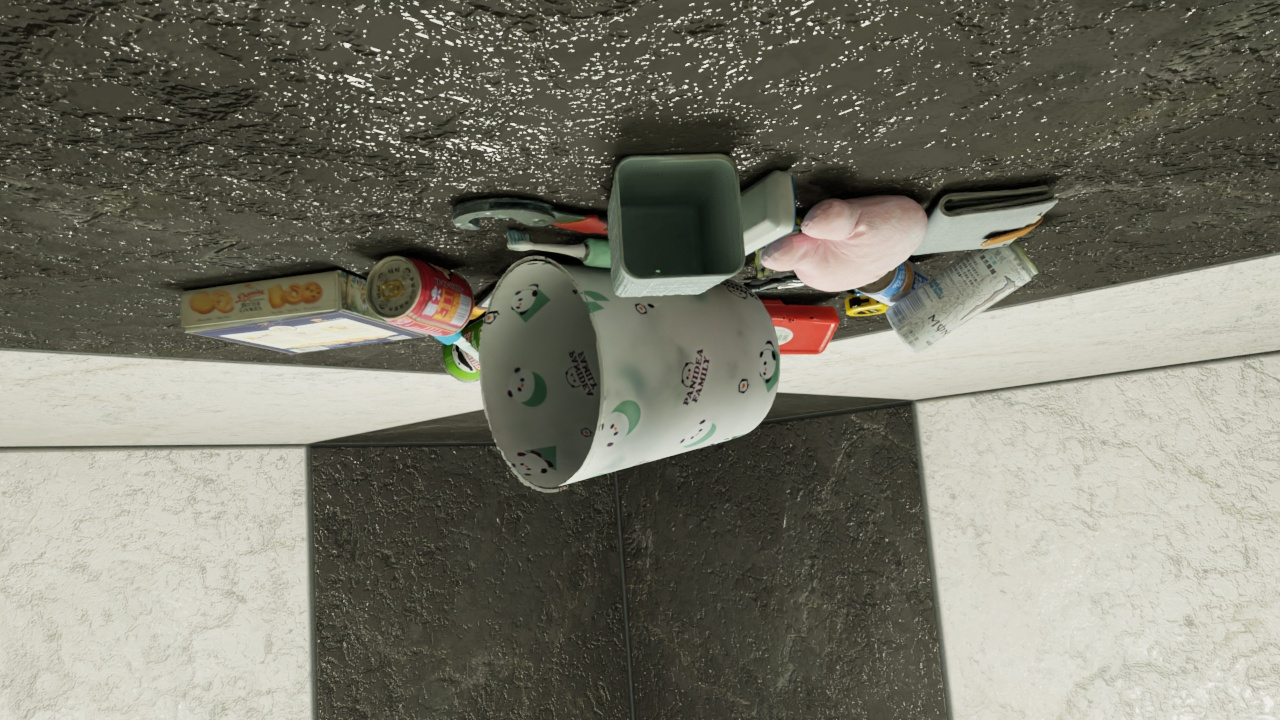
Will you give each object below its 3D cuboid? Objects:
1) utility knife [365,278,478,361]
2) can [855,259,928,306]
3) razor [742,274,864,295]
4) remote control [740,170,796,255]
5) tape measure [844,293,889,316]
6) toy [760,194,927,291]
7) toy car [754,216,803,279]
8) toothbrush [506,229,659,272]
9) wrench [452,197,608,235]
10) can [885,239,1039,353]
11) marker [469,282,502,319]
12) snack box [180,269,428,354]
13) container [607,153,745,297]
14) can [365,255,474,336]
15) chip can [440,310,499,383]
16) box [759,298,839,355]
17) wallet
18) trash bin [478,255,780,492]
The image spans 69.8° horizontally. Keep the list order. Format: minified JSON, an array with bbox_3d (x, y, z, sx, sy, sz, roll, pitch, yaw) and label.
[{"bbox_3d":[-0.218,-0.035,1.007,0.034,0.018,0.234,-11,153,17],"label":"utility knife"},{"bbox_3d":[0.270,-0.088,0.989,0.053,0.053,0.134,-9,170,31],"label":"can"},{"bbox_3d":[0.187,-0.090,1.046,0.143,0.022,0.042,-2,-144,10],"label":"razor"},{"bbox_3d":[0.085,-0.113,0.747,0.024,0.049,0.125,2,169,-22],"label":"remote control"},{"bbox_3d":[0.289,-0.075,1.165,0.057,0.029,0.060,-10,170,29],"label":"tape measure"},{"bbox_3d":[0.177,-0.103,0.795,0.159,0.054,0.122,3,147,-46],"label":"toy"},{"bbox_3d":[0.130,-0.109,0.856,0.048,0.032,0.105,-10,159,4],"label":"toy car"},{"bbox_3d":[-0.024,-0.099,0.858,0.224,0.027,0.027,1,157,-35],"label":"toothbrush"},{"bbox_3d":[-0.031,-0.114,0.791,0.272,0.016,0.056,2,169,-35],"label":"wrench"},{"bbox_3d":[0.328,-0.069,0.943,0.147,0.058,0.058,-37,159,21],"label":"can"},{"bbox_3d":[-0.174,-0.068,1.034,0.018,0.015,0.124,-2,169,-28],"label":"marker"},{"bbox_3d":[-0.349,-0.047,0.977,0.178,0.045,0.182,-6,171,13],"label":"snack box"},{"bbox_3d":[0.020,-0.097,0.701,0.090,0.090,0.111,-3,175,-8],"label":"container"},{"bbox_3d":[-0.211,-0.061,0.878,0.067,0.066,0.093,-7,171,20],"label":"can"},{"bbox_3d":[-0.173,-0.026,1.124,0.072,0.072,0.237,1,169,-31],"label":"chip can"},{"bbox_3d":[0.146,-0.053,1.214,0.201,0.100,0.110,0,136,-18],"label":"box"},{"bbox_3d":[0.308,-0.122,0.837,0.106,0.037,0.130,-4,172,2],"label":"wallet"},{"bbox_3d":[-0.006,0.006,0.965,0.251,0.229,0.230,-5,174,-38],"label":"trash bin"}]
